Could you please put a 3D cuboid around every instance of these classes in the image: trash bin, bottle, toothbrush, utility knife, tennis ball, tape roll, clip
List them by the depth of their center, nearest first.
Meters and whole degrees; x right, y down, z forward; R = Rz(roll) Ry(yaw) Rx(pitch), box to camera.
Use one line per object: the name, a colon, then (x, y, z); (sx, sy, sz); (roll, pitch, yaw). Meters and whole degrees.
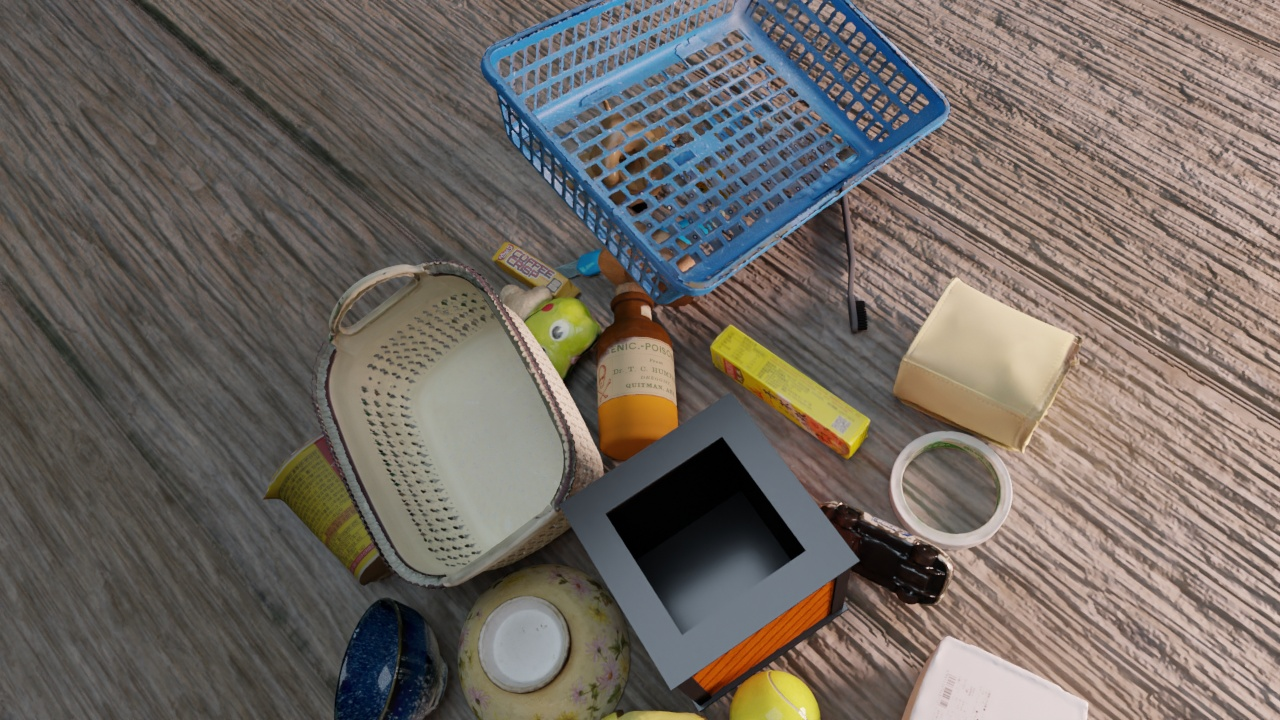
tennis ball: (0.097, 0.259, 0.664); (0.065, 0.065, 0.065); (-4, 65, 8)
trash bin: (0.054, 0.146, 0.665); (0.139, 0.172, 0.139); (-33, 64, -6)
tape roll: (0.248, 0.104, 0.736); (0.094, 0.018, 0.093); (-4, 64, 8)
bottle: (-0.005, 0.005, 0.800); (0.068, 0.068, 0.156); (-7, 64, 7)
tape roll: (0.010, -0.084, 0.825); (0.094, 0.094, 0.027); (16, 69, 17)
toothbrush: (0.192, -0.101, 0.844); (0.013, 0.013, 0.167); (-1, 65, 1)
utility knife: (0.000, -0.110, 0.882); (0.175, 0.015, 0.031); (-16, 61, 4)
clip: (0.070, -0.178, 0.896); (0.046, 0.048, 0.054); (26, 72, -6)

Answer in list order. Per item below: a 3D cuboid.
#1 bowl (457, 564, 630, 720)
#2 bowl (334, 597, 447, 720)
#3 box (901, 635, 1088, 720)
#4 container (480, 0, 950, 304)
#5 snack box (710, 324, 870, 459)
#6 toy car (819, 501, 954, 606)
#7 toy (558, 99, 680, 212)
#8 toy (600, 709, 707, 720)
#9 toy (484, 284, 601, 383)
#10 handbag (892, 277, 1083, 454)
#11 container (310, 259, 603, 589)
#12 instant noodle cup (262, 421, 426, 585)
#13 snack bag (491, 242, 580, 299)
bowl: (-0.084, 0.225, 0.715); (0.145, 0.063, 0.145); (-4, 65, 9)
bowl: (-0.188, 0.248, 0.717); (0.115, 0.060, 0.114); (-34, 45, 43)
box: (0.240, 0.267, 0.653); (0.107, 0.095, 0.102); (24, 60, 14)
container: (0.068, -0.211, 0.797); (0.361, 0.089, 0.257); (-36, 80, -29)
snack box: (0.126, 0.026, 0.782); (0.148, 0.040, 0.029); (36, 76, 23)
toy car: (0.186, 0.147, 0.714); (0.113, 0.040, 0.048); (25, 112, 26)
toy: (-0.015, -0.197, 0.880); (0.134, 0.108, 0.105); (-25, 86, -2)
toy: (-0.003, 0.346, 0.634); (0.149, 0.084, 0.213); (15, 67, 20)
toy: (-0.097, -0.029, 0.845); (0.118, 0.043, 0.092); (39, 91, 27)
handbag: (0.283, 0.004, 0.745); (0.119, 0.081, 0.111); (27, 65, 22)
container: (-0.141, 0.054, 0.742); (0.185, 0.143, 0.251); (-35, 69, 9)
instant noodle cup: (-0.238, 0.124, 0.780); (0.100, 0.100, 0.112); (-40, 73, -9)
snack bag: (-0.103, -0.085, 0.887); (0.099, 0.020, 0.026); (34, 74, 22)
